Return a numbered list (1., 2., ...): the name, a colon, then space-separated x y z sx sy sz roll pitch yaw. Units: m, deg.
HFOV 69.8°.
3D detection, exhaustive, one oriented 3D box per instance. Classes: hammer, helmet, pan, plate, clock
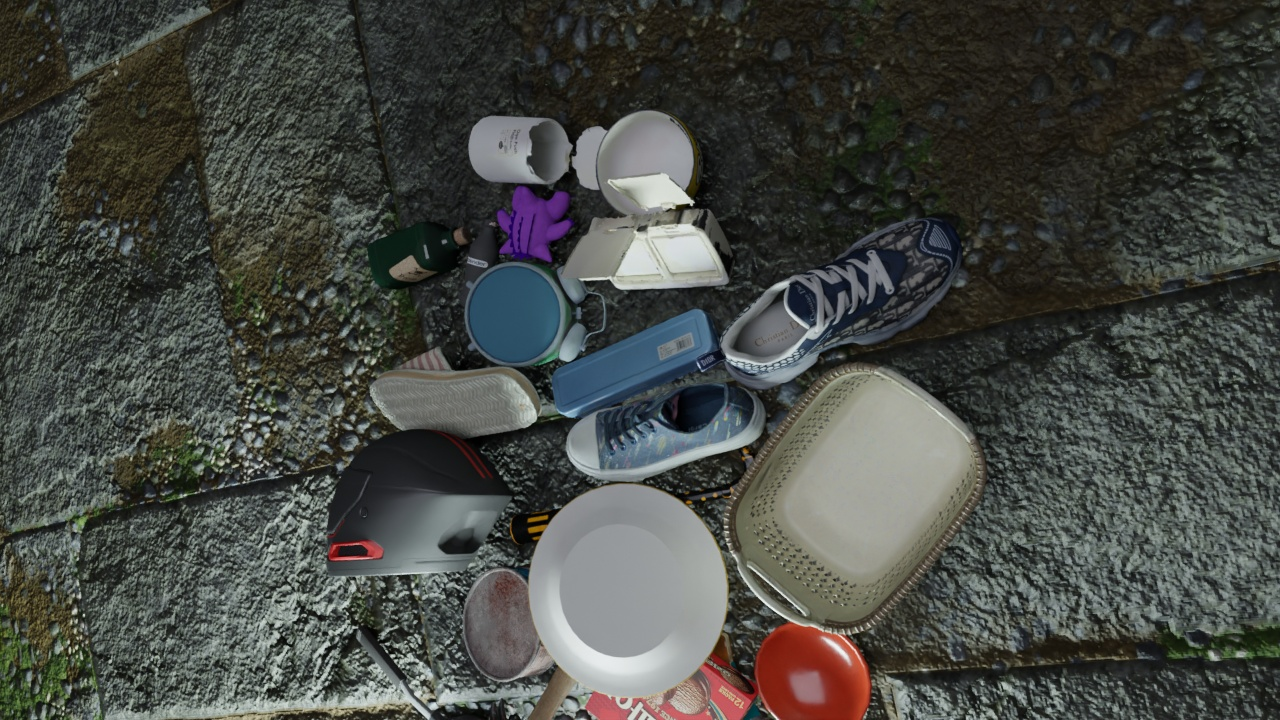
1. hammer: -0.083 0.362 1.074 0.119 0.030 0.332 37 110 23
2. helmet: -0.269 0.167 1.090 0.265 0.164 0.169 -10 77 33
3. pan: -0.248 0.459 1.149 0.357 0.041 0.179 38 126 27
4. plate: -0.019 0.249 0.998 0.230 0.021 0.229 -3 81 17
5. hammer: -0.009 0.166 1.044 0.321 0.036 0.123 -13 82 23
6. clock: -0.118 -0.054 1.067 0.162 0.075 0.122 -1 93 12

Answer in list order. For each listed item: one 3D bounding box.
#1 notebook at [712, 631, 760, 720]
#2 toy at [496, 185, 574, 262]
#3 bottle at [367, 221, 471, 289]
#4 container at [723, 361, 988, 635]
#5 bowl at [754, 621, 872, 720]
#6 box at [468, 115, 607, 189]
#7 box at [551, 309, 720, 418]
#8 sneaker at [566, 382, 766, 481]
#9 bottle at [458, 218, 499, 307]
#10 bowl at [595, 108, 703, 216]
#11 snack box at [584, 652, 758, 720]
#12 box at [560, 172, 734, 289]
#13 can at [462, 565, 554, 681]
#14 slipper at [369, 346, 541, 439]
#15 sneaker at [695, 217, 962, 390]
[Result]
1. notebook: 0.049 0.419 1.034 0.179 0.014 0.249 -11 87 25
2. toy: -0.128 -0.159 1.072 0.106 0.055 0.088 12 95 24
3. bottle: -0.267 -0.135 1.134 0.131 0.061 0.061 -16 83 24
4. container: 0.209 0.126 0.881 0.184 0.142 0.246 40 107 18
5. bowl: 0.183 0.328 0.959 0.122 0.035 0.122 1 92 25
6. box: -0.108 -0.240 1.056 0.163 0.112 0.084 13 93 37
7. box: -0.005 0.006 1.045 0.210 0.049 0.066 -23 64 21
8. sneaker: 0.014 0.074 0.992 0.236 0.079 0.087 -14 64 24
9. bottle: -0.193 -0.116 1.114 0.036 0.036 0.110 18 99 23
10. bowl: 0.017 -0.208 0.998 0.117 0.067 0.117 1 92 25
11. snack box: 0.033 0.373 1.011 0.152 0.035 0.133 32 105 21
12. box: 0.001 -0.112 0.947 0.146 0.185 0.095 -1 76 29
13. can: -0.151 0.310 1.087 0.130 0.044 0.130 -8 78 37
14. slipper: -0.222 0.039 1.107 0.264 0.052 0.115 -4 124 36
15. sneaker: 0.181 -0.055 0.893 0.270 0.132 0.103 -30 78 21
